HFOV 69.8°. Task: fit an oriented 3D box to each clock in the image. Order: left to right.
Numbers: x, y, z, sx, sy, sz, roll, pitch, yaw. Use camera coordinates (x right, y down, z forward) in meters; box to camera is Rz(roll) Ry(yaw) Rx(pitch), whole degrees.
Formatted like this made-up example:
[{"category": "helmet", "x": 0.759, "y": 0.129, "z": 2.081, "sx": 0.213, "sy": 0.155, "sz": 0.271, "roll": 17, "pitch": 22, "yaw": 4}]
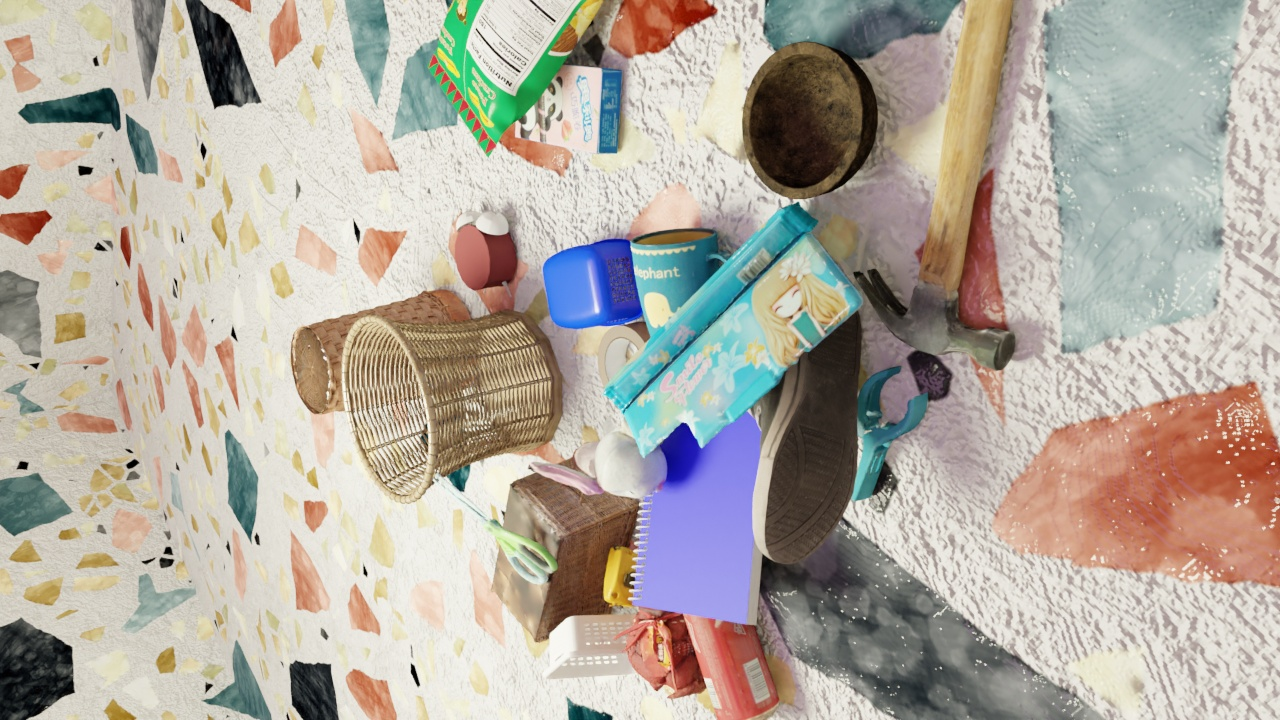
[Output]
[{"category": "clock", "x": -0.198, "y": -0.144, "z": 1.170, "sx": 0.087, "sy": 0.044, "sz": 0.124, "roll": 11, "pitch": 108, "yaw": 47}]

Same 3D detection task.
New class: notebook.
[{"category": "notebook", "x": 0.057, "y": 0.145, "z": 0.913, "sx": 0.172, "sy": 0.022, "sz": 0.209, "roll": -8, "pitch": 71, "yaw": 50}]

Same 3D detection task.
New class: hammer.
[{"category": "hammer", "x": 0.236, "y": -0.166, "z": 0.672, "sx": 0.132, "sy": 0.033, "sz": 0.331, "roll": 24, "pitch": 117, "yaw": 45}]

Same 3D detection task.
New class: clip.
[{"category": "clip", "x": 0.189, "y": 0.049, "z": 0.790, "sx": 0.113, "sy": 0.028, "sz": 0.127, "roll": 56, "pitch": 137, "yaw": 20}]

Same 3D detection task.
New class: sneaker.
[{"category": "sneaker", "x": 0.113, "y": 0.056, "z": 0.784, "sx": 0.120, "sy": 0.095, "sz": 0.234, "roll": -18, "pitch": 62, "yaw": 54}]

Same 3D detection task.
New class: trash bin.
[{"category": "trash bin", "x": -0.350, "y": -0.011, "z": 1.255, "sx": 0.151, "sy": 0.209, "sz": 0.151, "roll": 16, "pitch": 111, "yaw": 46}]

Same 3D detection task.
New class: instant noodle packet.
[{"category": "instant noodle packet", "x": -0.129, "y": -0.369, "z": 0.971, "sx": 0.253, "sy": 0.090, "sz": 0.195, "roll": -50, "pitch": 52, "yaw": 22}]

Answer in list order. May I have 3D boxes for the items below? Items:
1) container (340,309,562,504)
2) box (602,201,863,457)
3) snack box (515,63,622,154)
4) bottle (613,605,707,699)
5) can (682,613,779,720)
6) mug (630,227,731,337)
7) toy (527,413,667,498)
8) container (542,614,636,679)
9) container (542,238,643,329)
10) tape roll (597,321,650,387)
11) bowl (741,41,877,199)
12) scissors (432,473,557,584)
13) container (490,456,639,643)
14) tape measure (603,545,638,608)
[{"category": "container", "x": -0.230, "y": 0.042, "z": 1.140, "sx": 0.227, "sy": 0.195, "sz": 0.227, "roll": 16, "pitch": 112, "yaw": 46}, {"category": "box", "x": 0.064, "y": -0.026, "z": 0.762, "sx": 0.227, "sy": 0.074, "sz": 0.180, "roll": -45, "pitch": 21, "yaw": 20}, {"category": "snack box", "x": -0.082, "y": -0.280, "z": 1.006, "sx": 0.154, "sy": 0.033, "sz": 0.088, "roll": 24, "pitch": 117, "yaw": 44}, {"category": "bottle", "x": 0.028, "y": 0.304, "z": 0.986, "sx": 0.099, "sy": 0.098, "sz": 0.111, "roll": -9, "pitch": 84, "yaw": 50}, {"category": "can", "x": 0.086, "y": 0.284, "z": 0.939, "sx": 0.067, "sy": 0.067, "sz": 0.170, "roll": -25, "pitch": 81, "yaw": 49}, {"category": "mug", "x": 0.049, "y": -0.068, "z": 0.880, "sx": 0.112, "sy": 0.084, "sz": 0.104, "roll": 8, "pitch": 113, "yaw": 37}, {"category": "toy", "x": 0.004, "y": 0.079, "z": 0.932, "sx": 0.206, "sy": 0.130, "sz": 0.105, "roll": -42, "pitch": 80, "yaw": 21}, {"category": "container", "x": -0.046, "y": 0.332, "z": 1.070, "sx": 0.081, "sy": 0.129, "sz": 0.049, "roll": -51, "pitch": 42, "yaw": 43}, {"category": "container", "x": -0.056, "y": -0.082, "z": 1.011, "sx": 0.114, "sy": 0.058, "sz": 0.096, "roll": -5, "pitch": 96, "yaw": 50}, {"category": "tape roll", "x": -0.006, "y": 0.006, "z": 0.998, "sx": 0.094, "sy": 0.030, "sz": 0.094, "roll": 16, "pitch": 112, "yaw": 46}, {"category": "bowl", "x": 0.146, "y": -0.194, "z": 0.747, "sx": 0.121, "sy": 0.056, "sz": 0.121, "roll": 16, "pitch": 112, "yaw": 46}, {"category": "scissors", "x": -0.162, "y": 0.180, "z": 1.013, "sx": 0.175, "sy": 0.033, "sz": 0.072, "roll": 39, "pitch": 139, "yaw": -1}, {"category": "container", "x": -0.095, "y": 0.227, "z": 1.099, "sx": 0.114, "sy": 0.112, "sz": 0.199, "roll": 38, "pitch": 128, "yaw": 37}, {"category": "tape measure", "x": -0.011, "y": 0.252, "z": 1.048, "sx": 0.030, "sy": 0.059, "sz": 0.068, "roll": -21, "pitch": 52, "yaw": 52}]
